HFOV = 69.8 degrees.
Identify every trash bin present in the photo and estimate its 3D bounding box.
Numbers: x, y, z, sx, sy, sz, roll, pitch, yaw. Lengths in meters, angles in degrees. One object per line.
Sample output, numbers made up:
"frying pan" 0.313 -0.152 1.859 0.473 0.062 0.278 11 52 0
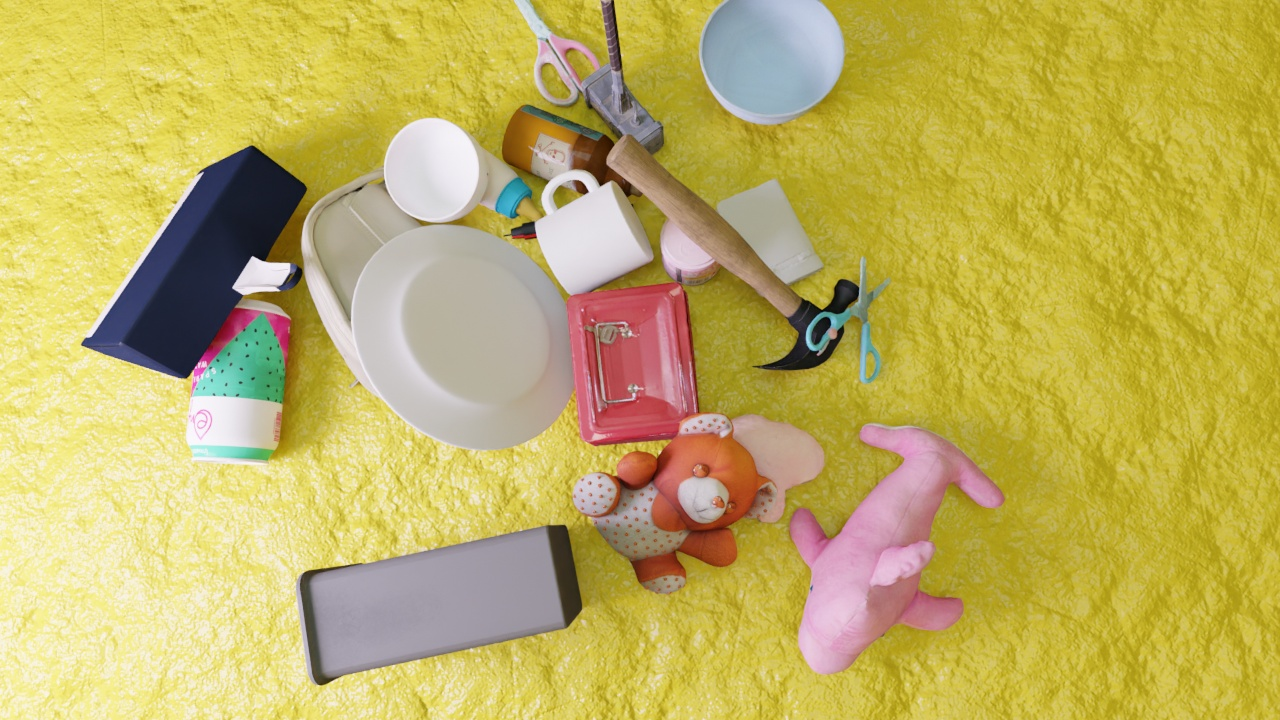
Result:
"trash bin" -0.177 0.220 0.861 0.220 0.192 0.097 -12 80 -1

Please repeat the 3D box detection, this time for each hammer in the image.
"hammer" 0.086 -0.105 0.905 0.305 0.040 0.132 38 75 -22
"hammer" -0.024 -0.291 0.868 0.044 0.322 0.098 -36 81 -4

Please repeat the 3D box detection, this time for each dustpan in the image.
"dustpan" -0.430 -0.095 0.925 0.080 0.274 0.235 38 66 -35

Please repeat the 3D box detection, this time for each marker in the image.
"marker" -0.078 -0.149 1.001 0.145 0.019 0.019 -10 80 1

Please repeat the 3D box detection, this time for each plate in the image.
"plate" -0.164 -0.030 0.913 0.242 0.016 0.242 15 61 -30

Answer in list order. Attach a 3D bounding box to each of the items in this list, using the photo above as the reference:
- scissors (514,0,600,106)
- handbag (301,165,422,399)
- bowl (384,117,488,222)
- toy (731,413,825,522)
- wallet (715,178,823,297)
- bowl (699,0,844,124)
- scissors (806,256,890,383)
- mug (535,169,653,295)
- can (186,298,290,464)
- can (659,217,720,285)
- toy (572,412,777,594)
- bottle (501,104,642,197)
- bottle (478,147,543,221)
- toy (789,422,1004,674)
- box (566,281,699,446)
"scissors" -0.110 -0.366 1.042 0.076 0.017 0.174 -32 81 -1
"handbag" -0.264 -0.073 0.977 0.229 0.132 0.183 46 60 5
"bowl" -0.206 -0.194 0.951 0.105 0.054 0.105 0 92 13
"toy" 0.126 0.110 0.935 0.108 0.053 0.105 22 93 6
"wallet" 0.136 -0.130 0.985 0.086 0.032 0.116 -21 78 -12
"bowl" 0.138 -0.317 0.990 0.150 0.075 0.150 0 81 2
"scissors" 0.229 -0.033 0.952 0.136 0.015 0.126 -39 109 -20
"mug" -0.054 -0.137 0.946 0.090 0.091 0.121 -26 105 11
"can" -0.417 0.023 0.955 0.088 0.088 0.165 2 81 3
"can" 0.055 -0.119 0.961 0.067 0.076 0.067 0 81 2
"toy" 0.038 0.138 0.893 0.173 0.092 0.164 -33 107 13
"bottle" -0.065 -0.217 0.988 0.157 0.068 0.067 23 82 6
"bottle" -0.163 -0.194 0.997 0.146 0.051 0.051 37 84 8
"toy" 0.238 0.183 0.879 0.187 0.128 0.265 30 78 11
"box" -0.007 0.005 0.939 0.129 0.087 0.158 -5 81 1
